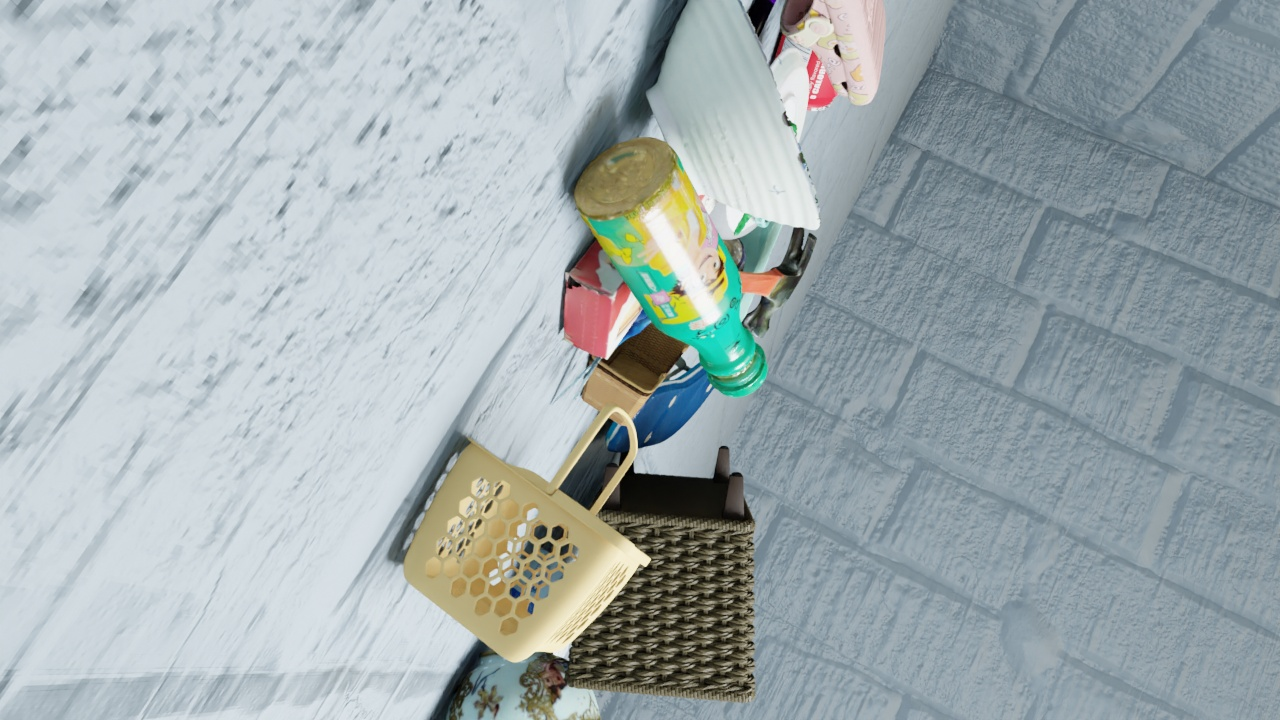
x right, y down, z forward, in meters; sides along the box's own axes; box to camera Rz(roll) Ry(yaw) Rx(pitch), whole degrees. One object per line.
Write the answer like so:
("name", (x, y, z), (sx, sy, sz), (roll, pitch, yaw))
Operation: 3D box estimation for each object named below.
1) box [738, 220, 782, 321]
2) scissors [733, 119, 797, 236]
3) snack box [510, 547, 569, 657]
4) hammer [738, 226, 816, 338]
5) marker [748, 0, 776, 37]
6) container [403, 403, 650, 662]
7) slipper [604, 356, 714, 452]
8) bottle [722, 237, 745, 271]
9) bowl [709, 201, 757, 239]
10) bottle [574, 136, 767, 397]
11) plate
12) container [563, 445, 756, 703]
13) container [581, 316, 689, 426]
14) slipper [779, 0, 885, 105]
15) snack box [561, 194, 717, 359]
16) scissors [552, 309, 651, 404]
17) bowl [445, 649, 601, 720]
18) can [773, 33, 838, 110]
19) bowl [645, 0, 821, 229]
("box", (0.125, -0.115, 1.104), (0.109, 0.078, 0.188), (-36, 152, -52))
("scissors", (0.100, -0.137, 0.747), (0.127, 0.012, 0.122), (-58, 160, -30))
("snack box", (-0.108, 0.287, 1.015), (0.059, 0.059, 0.227), (-52, 164, -34))
("hammer", (0.077, -0.075, 0.876), (0.332, 0.033, 0.133), (-8, 135, -58))
("marker", (0.095, -0.274, 0.737), (0.018, 0.015, 0.134), (17, 100, -58))
("container", (-0.059, 0.107, 0.630), (0.167, 0.129, 0.183), (-54, 167, -9))
("slipper", (0.020, 0.040, 1.038), (0.118, 0.060, 0.294), (-62, 164, 16))
("bottle", (0.081, -0.089, 1.007), (0.056, 0.056, 0.161), (-60, 172, -15))
("bowl", (0.105, -0.177, 0.889), (0.131, 0.064, 0.132), (-59, 168, -20))
("bottle", (0.032, -0.049, 0.608), (0.068, 0.068, 0.210), (-59, 139, -21))
("plate", (0.110, -0.181, 0.769), (0.156, 0.014, 0.157), (-55, 159, -35))
("container", (0.031, 0.203, 0.990), (0.321, 0.176, 0.205), (-12, 106, -87))
("container", (-0.005, 0.005, 0.828), (0.113, 0.063, 0.061), (-50, 170, -51))
("slipper", (0.152, -0.285, 0.755), (0.197, 0.082, 0.093), (45, 50, -61))
("snack box", (0.026, -0.118, 0.712), (0.272, 0.044, 0.077), (-55, 165, -36))
("scissors", (-0.024, -0.013, 0.722), (0.129, 0.014, 0.127), (-36, -166, 42))
("bowl", (-0.120, 0.332, 0.907), (0.160, 0.160, 0.093), (82, -1, -71))
("can", (0.174, -0.313, 0.861), (0.074, 0.074, 0.143), (-54, 166, -40))
("bowl", (0.049, -0.153, 0.591), (0.071, 0.177, 0.177), (-23, 172, 8))
